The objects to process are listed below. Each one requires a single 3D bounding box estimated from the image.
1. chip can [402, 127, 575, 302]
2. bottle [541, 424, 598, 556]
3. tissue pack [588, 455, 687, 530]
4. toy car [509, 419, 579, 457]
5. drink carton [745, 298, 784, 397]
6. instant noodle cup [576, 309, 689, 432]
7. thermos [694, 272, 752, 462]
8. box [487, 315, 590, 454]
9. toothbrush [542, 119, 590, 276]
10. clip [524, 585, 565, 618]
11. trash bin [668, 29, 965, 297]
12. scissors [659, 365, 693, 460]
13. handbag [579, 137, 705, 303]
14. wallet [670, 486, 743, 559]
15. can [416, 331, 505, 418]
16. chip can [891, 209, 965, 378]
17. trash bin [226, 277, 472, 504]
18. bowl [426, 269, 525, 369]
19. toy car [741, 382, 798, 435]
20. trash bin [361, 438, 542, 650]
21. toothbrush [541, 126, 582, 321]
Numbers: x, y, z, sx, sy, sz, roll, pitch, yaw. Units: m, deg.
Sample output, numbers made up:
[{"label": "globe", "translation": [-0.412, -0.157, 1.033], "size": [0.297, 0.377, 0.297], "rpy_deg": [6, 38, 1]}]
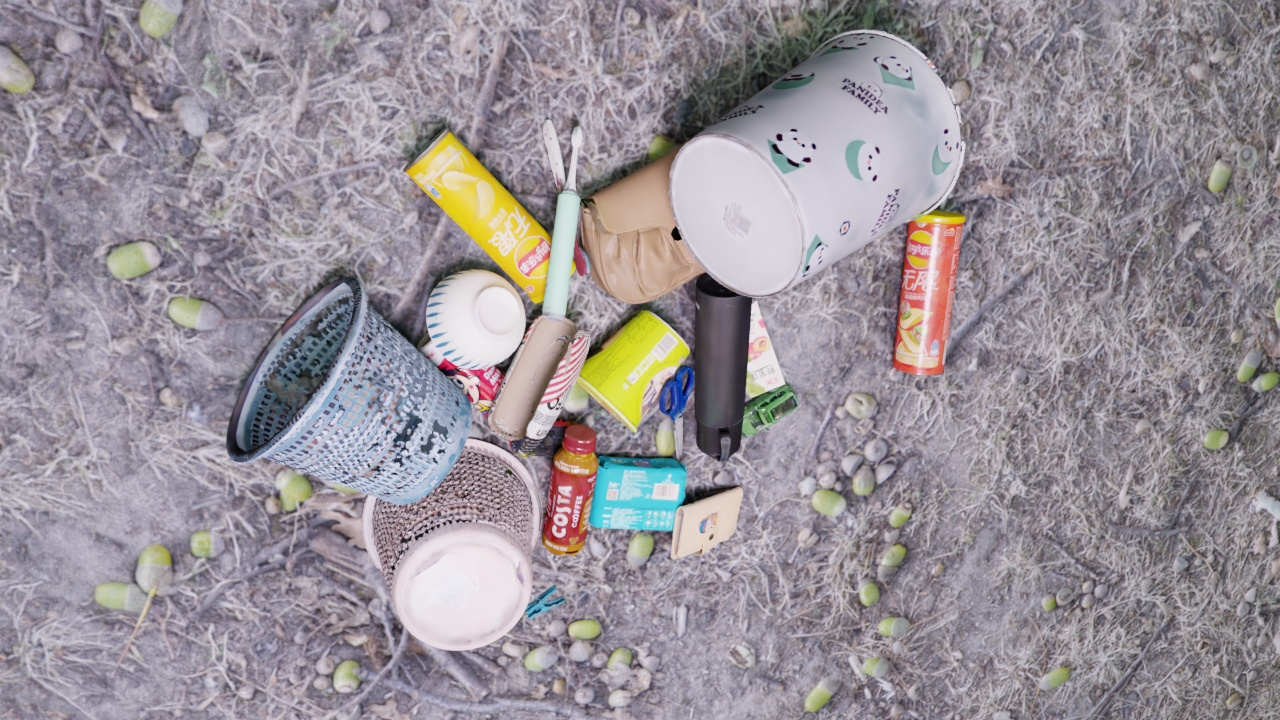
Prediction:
[{"label": "chip can", "translation": [-0.168, -0.163, 1.046], "size": [0.072, 0.072, 0.213], "rpy_deg": [-43, 112, 1]}, {"label": "bottle", "translation": [-0.087, 0.163, 1.157], "size": [0.057, 0.057, 0.175], "rpy_deg": [2, 119, -16]}, {"label": "tissue pack", "translation": [-0.007, 0.174, 1.203], "size": [0.133, 0.050, 0.093], "rpy_deg": [4, 108, -16]}, {"label": "toy car", "translation": [-0.114, 0.098, 1.162], "size": [0.106, 0.031, 0.049], "rpy_deg": [8, 110, -29]}, {"label": "drink carton", "translation": [0.141, -0.018, 1.186], "size": [0.053, 0.045, 0.122], "rpy_deg": [-23, 111, -2]}, {"label": "instant noodle cup", "translation": [-0.007, 0.007, 1.128], "size": [0.123, 0.112, 0.111], "rpy_deg": [-48, 112, -6]}, {"label": "thermos", "translation": [0.104, 0.016, 1.132], "size": [0.068, 0.090, 0.243], "rpy_deg": [-7, 123, -7]}, {"label": "box", "translation": [-0.122, 0.024, 1.071], "size": [0.088, 0.076, 0.163], "rpy_deg": [26, 98, 12]}, {"label": "toothbrush", "translation": [-0.085, -0.188, 1.063], "size": [0.016, 0.017, 0.187], "rpy_deg": [-14, 90, 31]}, {"label": "clip", "translation": [-0.131, 0.328, 1.238], "size": [0.056, 0.014, 0.039], "rpy_deg": [-31, 111, -6]}, {"label": "trash bin", "translation": [0.181, -0.205, 0.996], "size": [0.251, 0.230, 0.230], "rpy_deg": [-34, 114, -30]}, {"label": "scissors", "translation": [0.054, 0.067, 1.173], "size": [0.108, 0.012, 0.175], "rpy_deg": [-58, 154, -9]}, {"label": "handbag", "translation": [0.030, -0.160, 1.084], "size": [0.204, 0.100, 0.148], "rpy_deg": [-31, 111, -11]}, {"label": "wallet", "translation": [0.089, 0.222, 1.235], "size": [0.115, 0.024, 0.087], "rpy_deg": [-12, 120, -42]}, {"label": "can", "translation": [-0.204, 0.014, 1.100], "size": [0.053, 0.053, 0.133], "rpy_deg": [-42, 112, 0]}, {"label": "chip can", "translation": [0.380, -0.088, 1.214], "size": [0.073, 0.073, 0.217], "rpy_deg": [-4, 108, -14]}, {"label": "trash bin", "translation": [-0.306, 0.054, 1.017], "size": [0.226, 0.226, 0.195], "rpy_deg": [-49, 125, 3]}, {"label": "bowl", "translation": [-0.179, -0.051, 1.053], "size": [0.116, 0.066, 0.116], "rpy_deg": [8, 77, -37]}, {"label": "toy car", "translation": [0.169, 0.067, 1.226], "size": [0.091, 0.036, 0.043], "rpy_deg": [-32, 113, 0]}, {"label": "trash bin", "translation": [-0.216, 0.229, 1.091], "size": [0.227, 0.192, 0.228], "rpy_deg": [-4, 107, -14]}, {"label": "toothbrush", "translation": [-0.085, -0.155, 1.037], "size": [0.026, 0.027, 0.224], "rpy_deg": [7, 86, -1]}]
